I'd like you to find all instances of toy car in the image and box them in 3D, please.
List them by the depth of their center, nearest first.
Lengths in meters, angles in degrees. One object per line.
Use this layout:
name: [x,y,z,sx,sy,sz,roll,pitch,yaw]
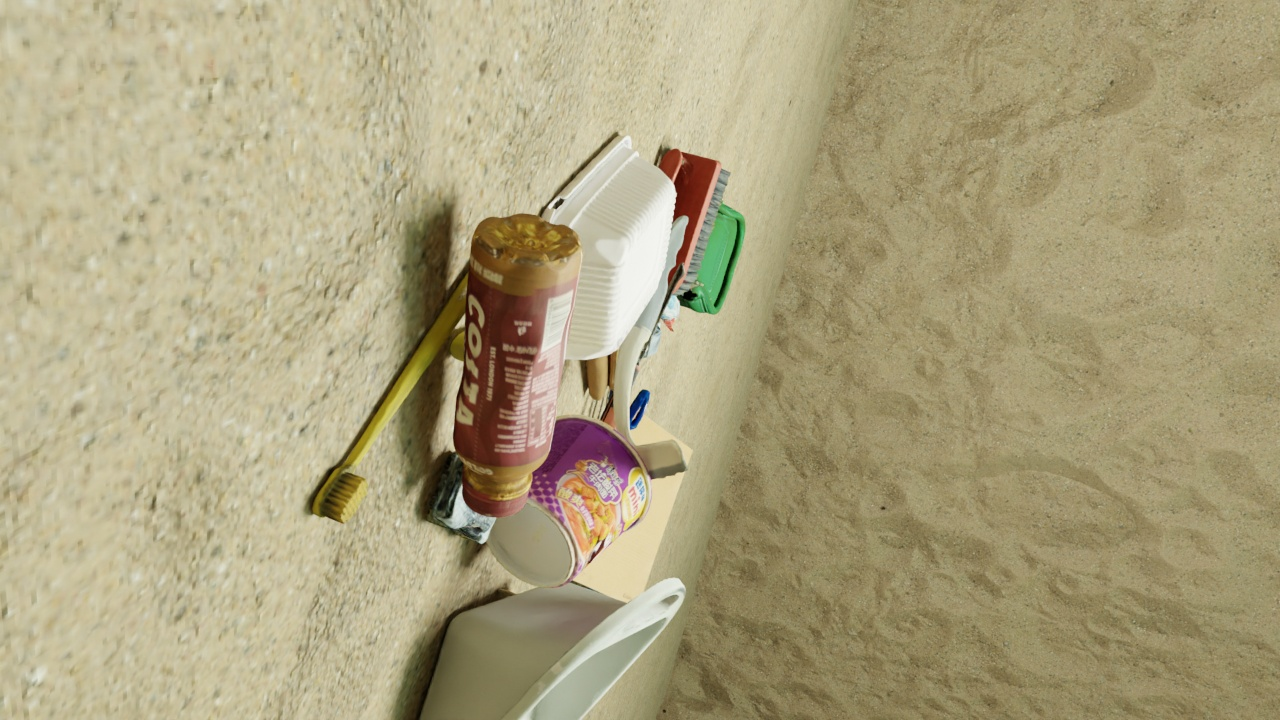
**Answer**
toy car: [-0.109,0.092,0.605,0.106,0.031,0.049,75,34,-71]
toy car: [0.005,-0.024,0.981,0.090,0.034,0.043,-36,139,-75]

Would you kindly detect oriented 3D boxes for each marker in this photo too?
marker: [-0.089,-0.016,0.582,0.124,0.015,0.018,-36,145,-74]

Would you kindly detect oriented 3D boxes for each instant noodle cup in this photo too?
instant noodle cup: [-0.023,-0.079,0.698,0.173,0.060,0.138,-61,164,-51]
instant noodle cup: [-0.060,0.112,0.700,0.099,0.111,0.112,-45,151,-52]

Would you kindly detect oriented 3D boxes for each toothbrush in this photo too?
toothbrush: [-0.114,0.004,0.483,0.016,0.016,0.189,94,17,-53]

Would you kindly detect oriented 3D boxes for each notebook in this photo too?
notebook: [-0.012,0.176,1.093,0.149,0.012,0.211,39,65,-47]

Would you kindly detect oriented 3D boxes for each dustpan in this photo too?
dustpan: [-0.067,0.276,0.722,0.222,0.143,0.258,5,98,-64]

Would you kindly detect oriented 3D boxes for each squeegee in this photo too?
squeegee: [0.003,-0.017,0.785,0.247,0.039,0.246,146,-43,-69]

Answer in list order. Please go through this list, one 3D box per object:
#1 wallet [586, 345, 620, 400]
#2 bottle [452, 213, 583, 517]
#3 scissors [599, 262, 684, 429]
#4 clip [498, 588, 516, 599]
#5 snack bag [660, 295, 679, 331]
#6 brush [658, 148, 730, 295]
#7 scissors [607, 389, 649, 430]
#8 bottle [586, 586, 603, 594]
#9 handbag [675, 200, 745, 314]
wallet: [-0.026,-0.025,0.840,0.115,0.033,0.090,95,15,-59]
bottle: [-0.072,0.009,0.509,0.057,0.057,0.175,-54,160,-58]
scissors: [-0.005,0.006,0.882,0.211,0.015,0.176,120,-8,-57]
clip: [-0.114,0.239,0.804,0.101,0.035,0.075,83,28,-54]
snack bag: [0.022,-0.068,0.985,0.105,0.026,0.045,51,43,-62]
brush: [0.031,-0.130,0.895,0.069,0.063,0.146,6,105,-47]
scissors: [-0.027,0.077,1.009,0.175,0.012,0.163,-50,152,-48]
bottle: [-0.009,0.201,1.168,0.065,0.065,0.218,13,95,-79]
handbag: [0.073,-0.124,1.068,0.120,0.068,0.131,22,86,-78]
